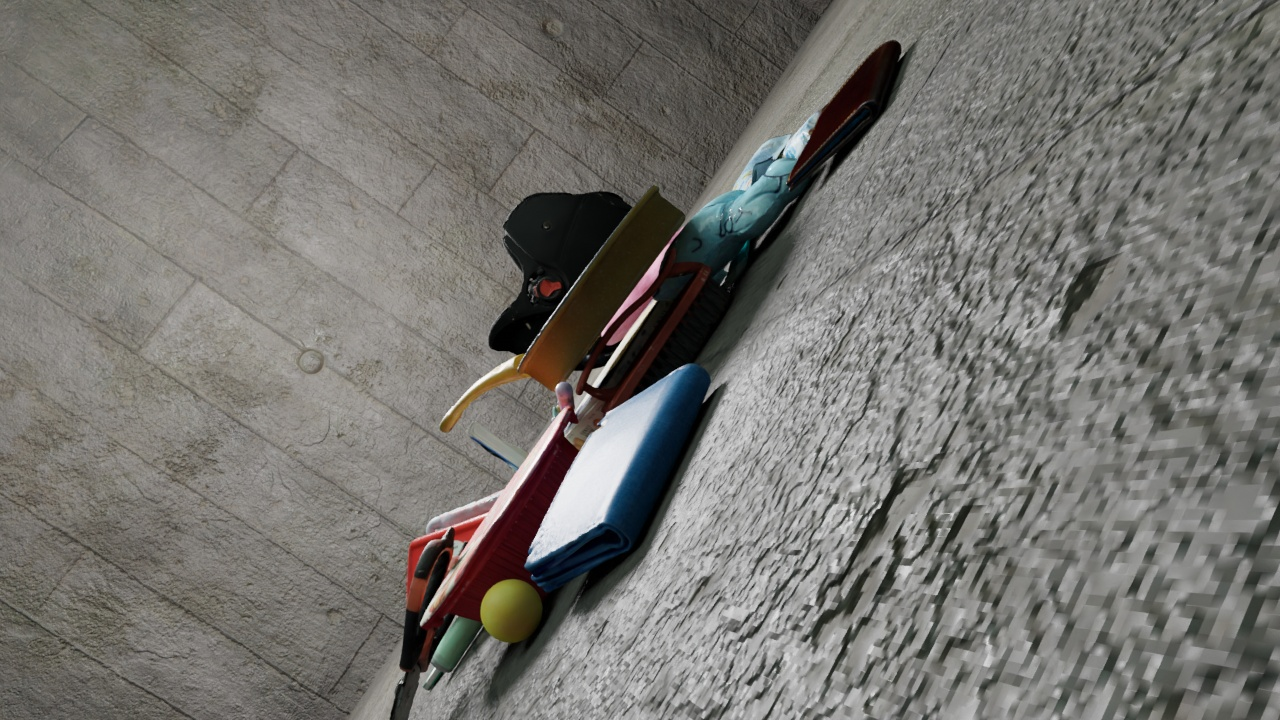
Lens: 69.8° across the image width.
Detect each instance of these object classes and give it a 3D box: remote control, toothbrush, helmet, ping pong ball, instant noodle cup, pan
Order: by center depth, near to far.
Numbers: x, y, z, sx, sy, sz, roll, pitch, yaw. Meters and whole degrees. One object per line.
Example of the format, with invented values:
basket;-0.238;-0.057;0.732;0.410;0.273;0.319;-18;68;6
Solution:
ping pong ball;-0.084;0.163;0.600;0.040;0.040;0.040;-55;4;6
instant noodle cup;-0.085;0.131;0.696;0.194;0.066;0.193;-54;5;6
toothbrush;-0.064;0.035;0.771;0.029;0.021;0.189;-52;-1;-10
pan;-0.087;-0.021;0.835;0.359;0.078;0.197;-51;3;38
toothbrush;-0.134;0.208;0.906;0.224;0.026;0.027;-56;-2;-7
remote control;-0.136;0.108;1.008;0.024;0.125;0.049;-56;4;-12
helmet;-0.080;-0.097;1.258;0.274;0.230;0.233;-55;-10;-5

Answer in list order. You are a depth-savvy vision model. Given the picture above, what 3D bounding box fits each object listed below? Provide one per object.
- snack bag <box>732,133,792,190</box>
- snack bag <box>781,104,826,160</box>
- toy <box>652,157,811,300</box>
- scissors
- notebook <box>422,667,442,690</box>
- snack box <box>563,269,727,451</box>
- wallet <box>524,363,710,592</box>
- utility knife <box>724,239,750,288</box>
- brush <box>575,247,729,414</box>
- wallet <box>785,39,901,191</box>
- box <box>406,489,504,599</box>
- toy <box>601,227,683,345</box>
snack bag;0.109;-0.168;0.922;0.111;0.039;0.190;-49;4;30
snack bag;0.151;-0.198;0.834;0.104;0.026;0.048;140;150;-77
toy;0.071;-0.114;0.790;0.161;0.050;0.156;-50;14;-19
scissors;-0.180;0.252;0.753;0.191;0.015;0.207;-54;-28;-59
notebook;-0.173;0.257;1.042;0.151;0.012;0.208;-55;4;26
snack box;-0.005;0.005;0.888;0.182;0.046;0.178;-58;5;-31
wallet;-0.013;0.070;0.548;0.107;0.040;0.132;-38;15;46
utility knife;0.090;-0.101;0.847;0.029;0.013;0.179;-50;6;21
brush;0.011;-0.018;0.735;0.145;0.069;0.063;-56;5;-4
wallet;0.157;-0.190;0.708;0.097;0.020;0.122;-46;10;43
box;-0.152;0.165;0.886;0.202;0.073;0.154;-27;30;47
toy;0.038;-0.103;1.071;0.195;0.074;0.178;-49;-4;27
